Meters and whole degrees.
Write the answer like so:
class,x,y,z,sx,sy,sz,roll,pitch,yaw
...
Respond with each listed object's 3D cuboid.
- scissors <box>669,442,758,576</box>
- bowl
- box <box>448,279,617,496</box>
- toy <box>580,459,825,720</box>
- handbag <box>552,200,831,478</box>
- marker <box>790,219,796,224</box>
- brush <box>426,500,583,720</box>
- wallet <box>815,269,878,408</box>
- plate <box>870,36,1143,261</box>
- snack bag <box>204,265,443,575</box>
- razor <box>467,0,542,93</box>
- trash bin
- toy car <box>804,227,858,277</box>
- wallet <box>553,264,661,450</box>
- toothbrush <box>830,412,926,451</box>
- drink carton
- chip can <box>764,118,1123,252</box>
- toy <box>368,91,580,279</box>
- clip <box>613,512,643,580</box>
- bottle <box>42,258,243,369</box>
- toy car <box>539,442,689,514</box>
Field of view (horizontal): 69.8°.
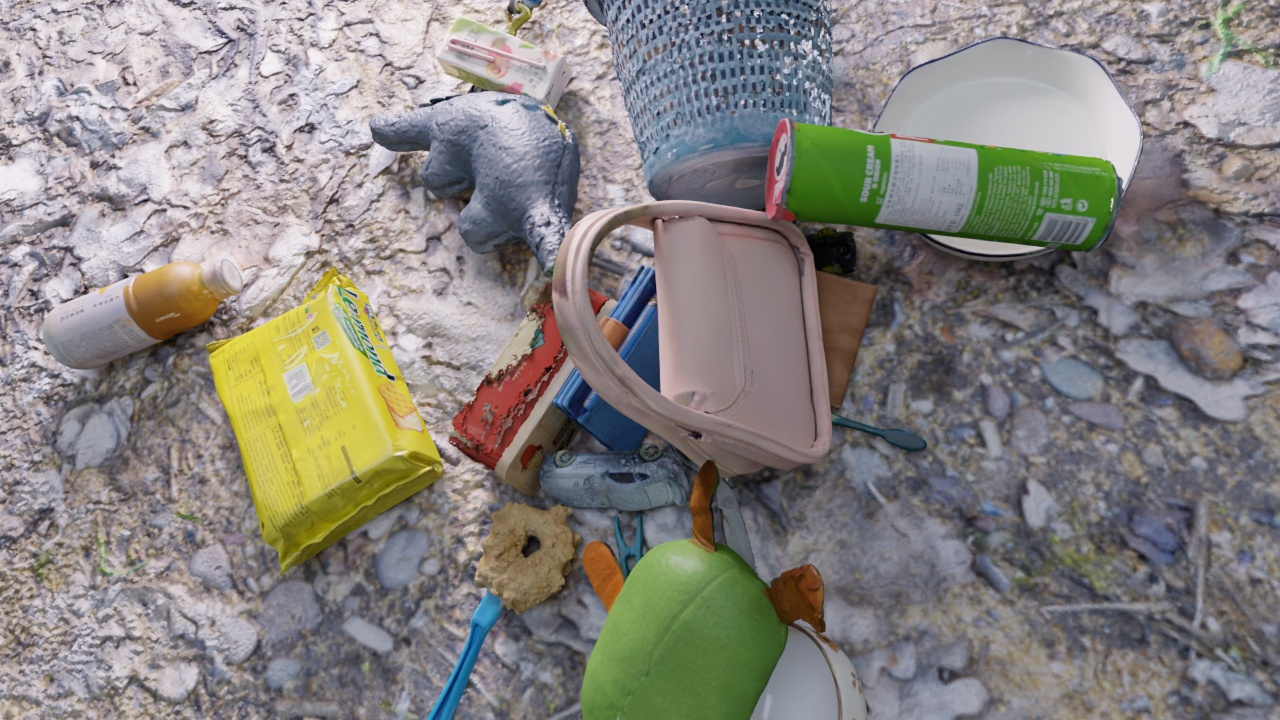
class,x,y,z,sx,sy,sz,roll,pitch,yaw
scissors,0.075,0.105,0.715,0.172,0.014,0.145,40,93,28
bowl,0.111,0.237,0.620,0.114,0.062,0.113,-30,51,45
box,-0.084,0.015,0.753,0.079,0.091,0.168,28,78,20
toy,0.030,0.198,0.619,0.227,0.089,0.247,46,116,38
handbag,0.033,-0.024,0.632,0.094,0.233,0.193,-19,68,38
marker,0.079,-0.097,0.794,0.131,0.018,0.022,-29,21,3
brush,-0.127,0.223,0.716,0.083,0.046,0.254,25,81,18
wallet,0.121,-0.027,0.738,0.115,0.020,0.101,19,98,23
plate,0.294,-0.169,0.754,0.205,0.045,0.204,-6,68,13
snack bag,-0.286,0.043,0.808,0.158,0.068,0.246,-32,64,1
razor,-0.141,-0.322,0.938,0.043,0.022,0.142,23,83,10
trash bin,0.070,-0.235,0.760,0.227,0.226,0.195,-7,80,11
toy car,0.135,-0.080,0.765,0.091,0.035,0.042,-9,67,20
wallet,-0.004,0.004,0.730,0.040,0.106,0.133,23,76,36
toothbrush,0.131,0.041,0.730,0.192,0.018,0.016,16,84,22
drink carton,-0.134,-0.289,0.897,0.122,0.045,0.053,25,84,9
chip can,0.211,-0.122,0.653,0.236,0.072,0.072,6,69,-3
toy,-0.127,-0.176,0.827,0.137,0.091,0.356,-38,50,-11
clip,-0.008,0.149,0.724,0.041,0.014,0.056,-9,66,11
bottle,-0.481,-0.050,0.893,0.189,0.068,0.068,-20,66,6
toy car,-0.021,0.096,0.721,0.121,0.054,0.036,-3,47,17
